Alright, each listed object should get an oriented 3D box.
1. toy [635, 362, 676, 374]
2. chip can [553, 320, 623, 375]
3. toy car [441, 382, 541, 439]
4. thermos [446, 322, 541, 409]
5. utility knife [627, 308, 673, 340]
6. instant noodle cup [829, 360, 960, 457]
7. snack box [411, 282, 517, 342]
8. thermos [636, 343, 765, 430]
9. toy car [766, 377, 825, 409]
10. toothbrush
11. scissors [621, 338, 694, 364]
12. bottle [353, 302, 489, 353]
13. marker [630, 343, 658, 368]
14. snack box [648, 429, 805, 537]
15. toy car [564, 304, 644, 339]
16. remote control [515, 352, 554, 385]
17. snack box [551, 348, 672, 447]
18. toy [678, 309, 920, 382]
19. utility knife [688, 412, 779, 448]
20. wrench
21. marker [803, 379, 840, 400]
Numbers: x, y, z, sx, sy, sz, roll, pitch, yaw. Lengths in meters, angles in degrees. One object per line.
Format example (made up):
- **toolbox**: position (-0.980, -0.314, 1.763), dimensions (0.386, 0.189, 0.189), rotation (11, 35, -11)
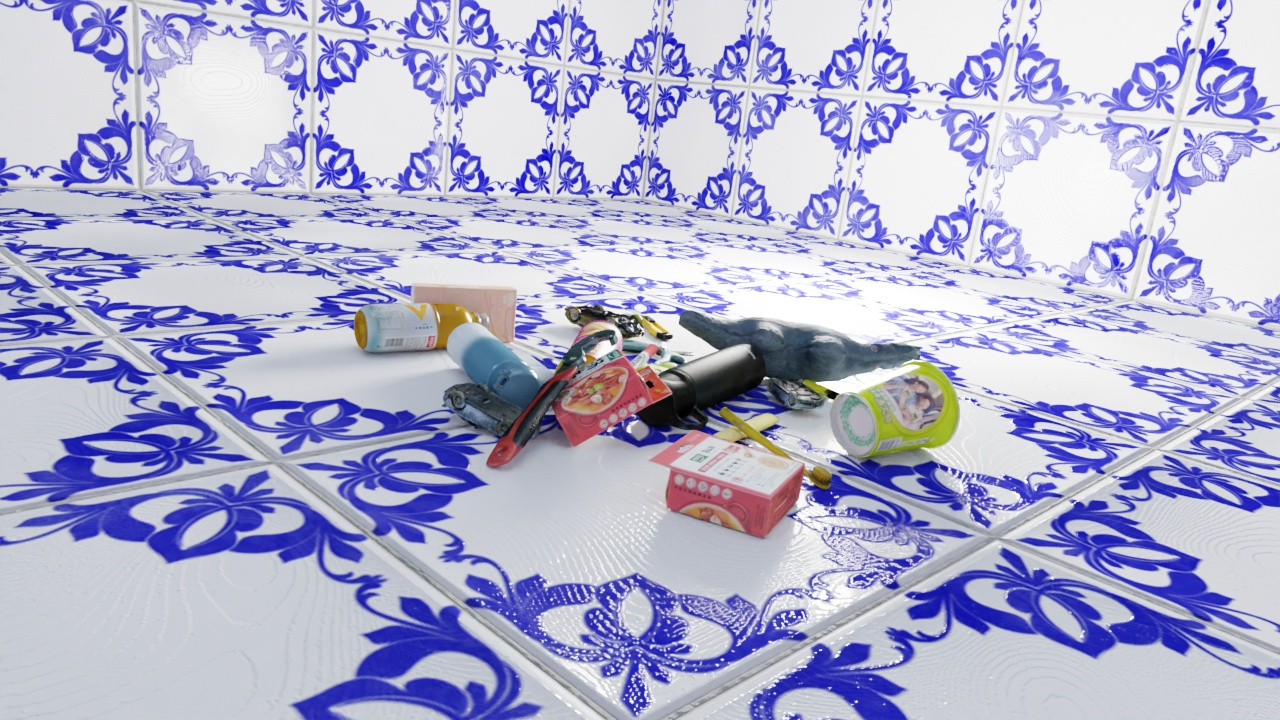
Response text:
- **toy**: position (0.028, 0.023, 1.268), dimensions (0.100, 0.031, 0.097), rotation (1, 16, -37)
- **chip can**: position (-0.066, 0.000, 1.234), dimensions (0.071, 0.071, 0.210), rotation (7, 15, 2)
- **toy car**: position (-0.169, 0.060, 1.040), dimensions (0.121, 0.037, 0.054), rotation (24, 20, 21)
- **thermos**: position (-0.186, 0.010, 1.167), dimensions (0.070, 0.070, 0.220), rotation (-2, 18, -28)
- **utility knife**: position (0.013, -0.069, 1.628), dimensions (0.033, 0.015, 0.216), rotation (4, 15, -19)
- **instant noodle cup**: position (0.297, 0.064, 1.102), dimensions (0.123, 0.112, 0.112), rotation (-11, 22, -29)
- **snack box**: position (-0.268, -0.072, 1.389), dimensions (0.157, 0.084, 0.026), rotation (0, 13, -23)
- **thermos**: position (0.088, 0.038, 1.194), dimensions (0.090, 0.069, 0.241), rotation (46, 32, 16)
- **toy car**: position (0.211, 0.048, 1.249), dimensions (0.049, 0.031, 0.105), rotation (1, 15, -18)
- **toothbrush**: position (0.150, 0.095, 1.044), dimensions (0.015, 0.017, 0.190), rotation (1, 21, -34)
- **scissors**: position (0.004, -0.009, 1.399), dimensions (0.171, 0.019, 0.170), rotation (6, 14, -7)
- **bottle**: position (-0.310, -0.049, 1.316), dimensions (0.189, 0.068, 0.068), rotation (-4, 19, -34)
- **marker**: position (-0.008, 0.008, 1.296), dimensions (0.017, 0.017, 0.144), rotation (12, 25, 19)
- **snack box**: position (0.085, 0.119, 0.908), dimensions (0.127, 0.044, 0.113), rotation (15, 18, 24)
- **toy car**: position (-0.062, -0.065, 1.531), dimensions (0.158, 0.042, 0.070), rotation (21, 21, 40)
- **remote control**: position (-0.154, 0.016, 1.236), dimensions (0.055, 0.020, 0.136), rotation (-1, 16, -29)
- **snack box**: position (-0.040, 0.034, 1.060), dimensions (0.127, 0.044, 0.113), rotation (-29, 21, -5)
- **toy**: position (0.226, -0.019, 1.353), dimensions (0.356, 0.091, 0.138), rotation (8, -16, -2)
- **utility knife**: position (0.117, 0.084, 1.103), dimensions (0.031, 0.021, 0.204), rotation (11, 9, 33)
- **wrench**: position (-0.098, 0.036, 1.033), dimensions (0.056, 0.016, 0.272), rotation (-7, 28, 31)
- **marker**: position (0.278, 0.053, 1.296), dimensions (0.018, 0.015, 0.124), rotation (-8, 24, -38)
